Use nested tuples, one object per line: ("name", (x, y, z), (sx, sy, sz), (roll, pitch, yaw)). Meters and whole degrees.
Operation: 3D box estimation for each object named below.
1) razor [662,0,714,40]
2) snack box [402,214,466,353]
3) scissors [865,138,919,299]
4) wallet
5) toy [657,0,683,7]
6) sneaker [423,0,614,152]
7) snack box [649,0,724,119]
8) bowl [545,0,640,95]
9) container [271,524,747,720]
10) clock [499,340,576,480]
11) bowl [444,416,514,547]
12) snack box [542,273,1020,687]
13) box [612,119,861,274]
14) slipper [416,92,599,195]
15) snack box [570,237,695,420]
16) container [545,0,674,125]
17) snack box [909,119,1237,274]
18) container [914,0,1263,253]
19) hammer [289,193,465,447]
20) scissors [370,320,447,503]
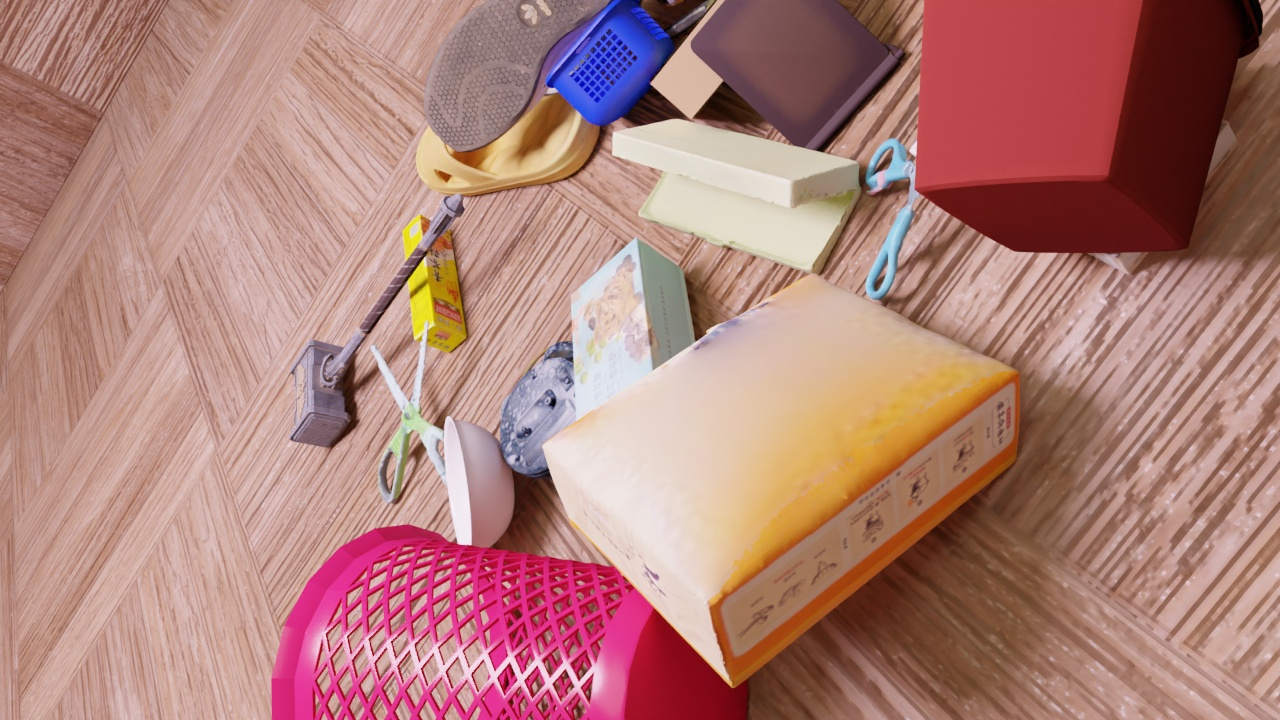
("razor", (0.046, -0.287, 0.764), (0.106, 0.026, 0.042), (-20, 60, 41))
("snack box", (-0.198, -0.075, 0.875), (0.029, 0.040, 0.147), (-37, 49, 25))
("scissors", (0.151, -0.088, 0.530), (0.136, 0.015, 0.126), (-107, 27, -83))
("wallet", (0.104, -0.208, 0.619), (0.092, 0.115, 0.018), (-47, 3, 15))
("toy", (0.044, -0.355, 0.765), (0.087, 0.067, 0.112), (-28, 22, 44))
("sneaker", (-0.090, -0.284, 0.789), (0.242, 0.089, 0.102), (-40, 15, 18))
("snack box", (0.064, -0.240, 0.675), (0.126, 0.040, 0.088), (-49, 8, 14))
("bowl", (-0.069, -0.334, 0.882), (0.158, 0.038, 0.157), (-21, 57, 35))
("container", (-0.066, 0.188, 0.536), (0.226, 0.183, 0.183), (-7, 65, 33))
("clock", (-0.063, 0.038, 0.682), (0.090, 0.052, 0.129), (-48, 46, 16))
("bowl", (-0.120, 0.095, 0.699), (0.110, 0.040, 0.110), (173, 90, -70))
("snack box", (0.068, 0.041, 0.467), (0.195, 0.081, 0.145), (-32, 39, -20))
("box", (0.065, -0.129, 0.646), (0.077, 0.089, 0.188), (-39, 38, -20))
("slipper", (-0.150, -0.215, 0.874), (0.264, 0.078, 0.099), (8, 77, 43))
("snack box", (-0.004, 0.004, 0.623), (0.075, 0.053, 0.174), (-38, 38, 31))
("container", (-0.019, -0.238, 0.742), (0.096, 0.058, 0.114), (-43, 8, 20))
("snack box", (0.227, -0.116, 0.501), (0.082, 0.026, 0.150), (-53, 44, 11))
("container", (0.200, -0.161, 0.421), (0.127, 0.148, 0.200), (6, 84, 46))
("hammer", (-0.248, -0.044, 0.862), (0.323, 0.044, 0.098), (-44, 45, 34))
("scissors", (-0.196, 0.050, 0.803), (0.169, 0.023, 0.171), (26, 109, 42))
